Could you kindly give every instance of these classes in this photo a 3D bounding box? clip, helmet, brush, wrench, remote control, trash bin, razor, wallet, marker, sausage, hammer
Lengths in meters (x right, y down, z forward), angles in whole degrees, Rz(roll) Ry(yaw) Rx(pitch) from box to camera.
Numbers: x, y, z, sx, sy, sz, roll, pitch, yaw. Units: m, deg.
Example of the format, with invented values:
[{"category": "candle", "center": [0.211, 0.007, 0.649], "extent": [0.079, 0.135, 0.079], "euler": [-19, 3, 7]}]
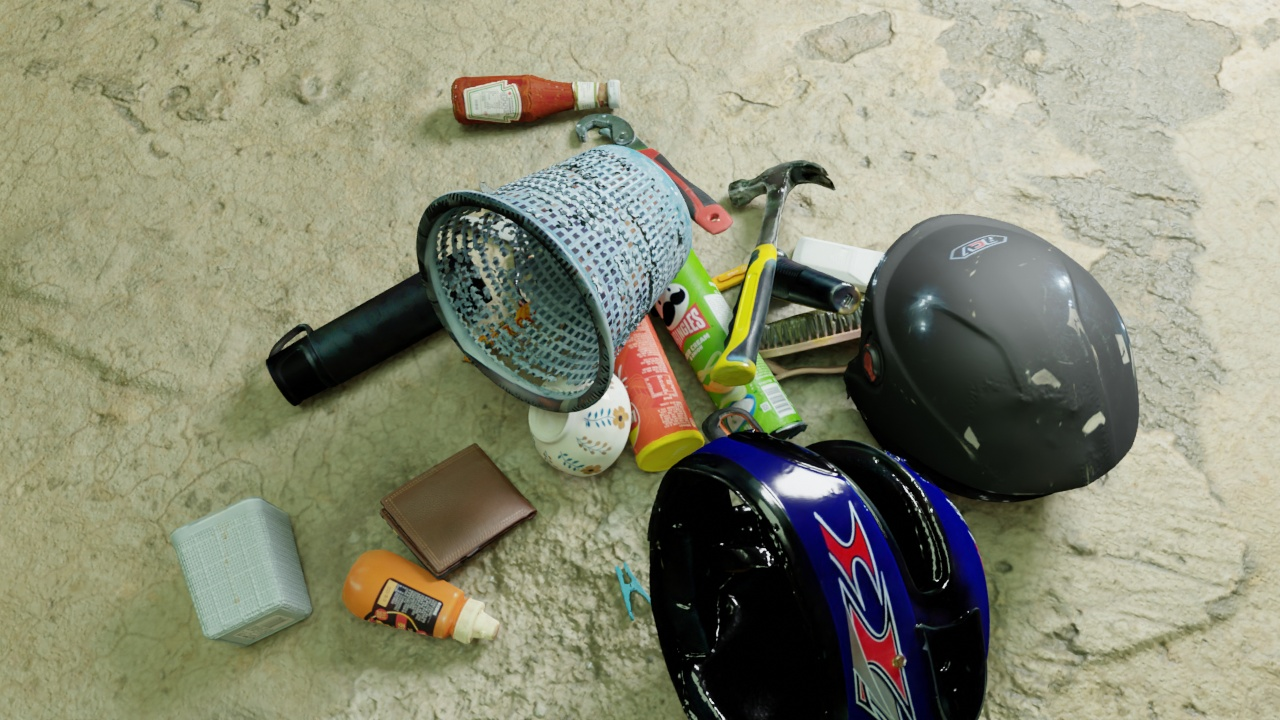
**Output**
[{"category": "clip", "center": [-0.009, 0.222, 0.887], "extent": [0.038, 0.013, 0.055], "euler": [-26, 65, -9]}, {"category": "helmet", "center": [0.154, 0.183, 0.740], "extent": [0.239, 0.316, 0.248], "euler": [-22, 23, -34]}, {"category": "helmet", "center": [0.327, 0.001, 0.848], "extent": [0.233, 0.230, 0.275], "euler": [-21, 103, -6]}, {"category": "brush", "center": [0.194, -0.020, 0.963], "extent": [0.145, 0.063, 0.073], "euler": [-14, 94, -1]}, {"category": "wrench", "center": [0.015, -0.222, 1.065], "extent": [0.056, 0.016, 0.273], "euler": [-36, 54, -14]}, {"category": "remote control", "center": [0.231, -0.105, 1.018], "extent": [0.125, 0.024, 0.049], "euler": [14, 67, 10]}, {"category": "trash bin", "center": [-0.061, -0.096, 0.864], "extent": [0.226, 0.227, 0.194], "euler": [33, 51, 18]}, {"category": "razor", "center": [0.170, -0.076, 0.951], "extent": [0.062, 0.067, 0.167], "euler": [-59, 28, 0]}, {"category": "wallet", "center": [-0.180, 0.148, 0.911], "extent": [0.124, 0.032, 0.101], "euler": [-32, 63, -33]}, {"category": "marker", "center": [0.068, -0.078, 1.023], "extent": [0.124, 0.015, 0.018], "euler": [-24, 59, -4]}, {"category": "sausage", "center": [-0.130, -0.044, 0.990], "extent": [0.165, 0.021, 0.021], "euler": [-34, 64, 15]}, {"category": "hammer", "center": [0.126, -0.101, 0.940], "extent": [0.126, 0.032, 0.322], "euler": [-15, 39, 32]}]

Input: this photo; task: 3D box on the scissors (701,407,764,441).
[{"category": "scissors", "center": [0.122, 0.142, 0.877], "extent": [0.221, 0.021, 0.229], "euler": [-15, 92, 12]}]

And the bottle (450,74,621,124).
[{"category": "bottle", "center": [-0.127, -0.325, 1.132], "extent": [0.206, 0.060, 0.059], "euler": [-2, 64, 1]}]

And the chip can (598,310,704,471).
[{"category": "chip can", "center": [-0.006, 0.006, 0.957], "extent": [0.073, 0.073, 0.216], "euler": [-20, 65, -5]}]

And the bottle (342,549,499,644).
[{"category": "bottle", "center": [-0.205, 0.232, 0.874], "extent": [0.149, 0.067, 0.066], "euler": [20, 67, 5]}]

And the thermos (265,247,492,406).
[{"category": "thermos", "center": [-0.289, -0.045, 1.006], "extent": [0.242, 0.068, 0.090], "euler": [-29, 63, -9]}]

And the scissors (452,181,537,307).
[{"category": "scissors", "center": [-0.125, -0.131, 1.062], "extent": [0.189, 0.015, 0.226], "euler": [-12, 65, -1]}]

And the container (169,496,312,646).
[{"category": "container", "center": [-0.380, 0.207, 0.884], "extent": [0.090, 0.090, 0.111], "euler": [-24, 68, -7]}]

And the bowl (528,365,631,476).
[{"category": "bowl", "center": [-0.071, 0.057, 0.914], "extent": [0.114, 0.062, 0.113], "euler": [-8, 76, 36]}]

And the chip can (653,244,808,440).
[{"category": "chip can", "center": [0.081, -0.013, 0.951], "extent": [0.072, 0.072, 0.236], "euler": [-27, 70, -9]}]
